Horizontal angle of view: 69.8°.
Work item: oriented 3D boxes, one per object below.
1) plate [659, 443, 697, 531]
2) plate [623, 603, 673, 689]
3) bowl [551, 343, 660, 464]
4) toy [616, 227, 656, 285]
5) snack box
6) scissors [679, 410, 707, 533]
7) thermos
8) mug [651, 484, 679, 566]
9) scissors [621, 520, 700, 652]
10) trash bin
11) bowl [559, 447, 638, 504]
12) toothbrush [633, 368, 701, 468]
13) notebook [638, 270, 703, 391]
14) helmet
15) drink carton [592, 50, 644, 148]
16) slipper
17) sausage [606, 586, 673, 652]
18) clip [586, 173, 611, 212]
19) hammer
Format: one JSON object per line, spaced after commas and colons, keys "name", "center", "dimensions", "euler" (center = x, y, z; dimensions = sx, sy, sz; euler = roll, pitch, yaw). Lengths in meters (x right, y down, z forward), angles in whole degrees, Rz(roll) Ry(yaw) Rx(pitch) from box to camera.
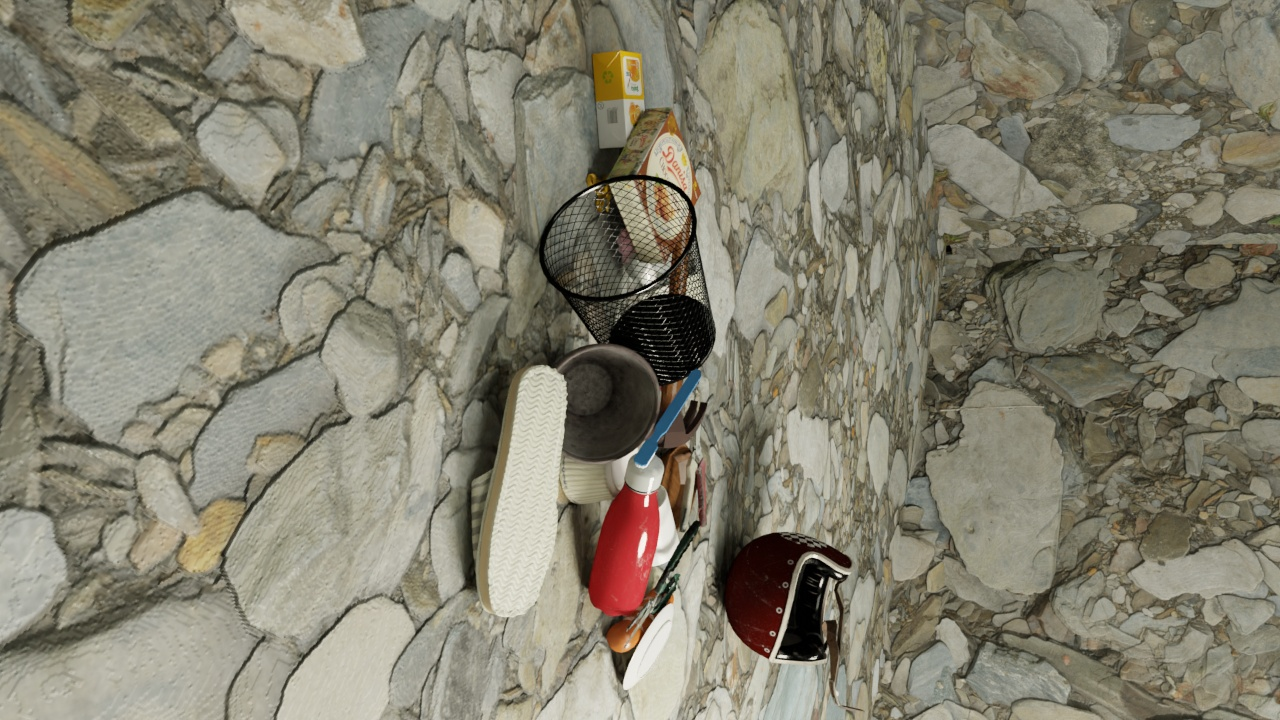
{"name": "plate", "center": [0.049, 0.189, 1.385], "dimensions": [0.131, 0.025, 0.131], "euler": [-10, 101, -63]}
{"name": "plate", "center": [0.017, 0.408, 1.302], "dimensions": [0.134, 0.011, 0.135], "euler": [-50, 156, -33]}
{"name": "bowl", "center": [-0.055, 0.043, 1.082], "dimensions": [0.144, 0.067, 0.145], "euler": [-5, 107, -18]}
{"name": "toy", "center": [-0.001, -0.147, 1.244], "dimensions": [0.122, 0.038, 0.079], "euler": [28, 77, -63]}
{"name": "snack box", "center": [0.020, -0.225, 1.186], "dimensions": [0.146, 0.041, 0.143], "euler": [-65, 147, -33]}
{"name": "scissors", "center": [0.085, 0.177, 1.407], "dimensions": [0.178, 0.015, 0.187], "euler": [-63, 143, -40]}
{"name": "thermos", "center": [-0.013, 0.212, 1.129], "dimensions": [0.073, 0.073, 0.240], "euler": [-46, 154, -53]}
{"name": "mug", "center": [0.009, 0.215, 1.273], "dimensions": [0.110, 0.074, 0.090], "euler": [-92, 170, -60]}
{"name": "scissors", "center": [0.033, 0.293, 1.224], "dimensions": [0.180, 0.015, 0.205], "euler": [-66, 165, 17]}
{"name": "trash bin", "center": [0.001, -0.084, 1.112], "dimensions": [0.210, 0.184, 0.183], "euler": [64, 38, -52]}
{"name": "bowl", "center": [-0.046, 0.125, 1.151], "dimensions": [0.115, 0.063, 0.115], "euler": [-9, 100, -63]}
{"name": "toothbrush", "center": [0.035, 0.067, 1.095], "dimensions": [0.166, 0.016, 0.014], "euler": [-54, 163, -40]}
{"name": "notebook", "center": [0.053, -0.045, 1.389], "dimensions": [0.208, 0.012, 0.153], "euler": [-30, 119, -59]}
{"name": "helmet", "center": [0.271, 0.423, 1.595], "dimensions": [0.233, 0.253, 0.233], "euler": [-79, -179, -77]}
{"name": "drink carton", "center": [-0.026, -0.329, 1.175], "dimensions": [0.058, 0.040, 0.122], "euler": [-27, 116, -60]}
{"name": "slipper", "center": [-0.132, 0.138, 0.992], "dimensions": [0.114, 0.054, 0.272], "euler": [8, 90, -59]}
{"name": "sausage", "center": [0.002, 0.365, 1.294], "dimensions": [0.163, 0.039, 0.044], "euler": [-23, 123, -61]}
{"name": "clip", "center": [-0.043, -0.219, 1.161], "dimensions": [0.046, 0.037, 0.053], "euler": [47, 52, -64]}
{"name": "hammer", "center": [0.050, -0.038, 1.287], "dimensions": [0.115, 0.033, 0.323], "euler": [-2, 98, -44]}
